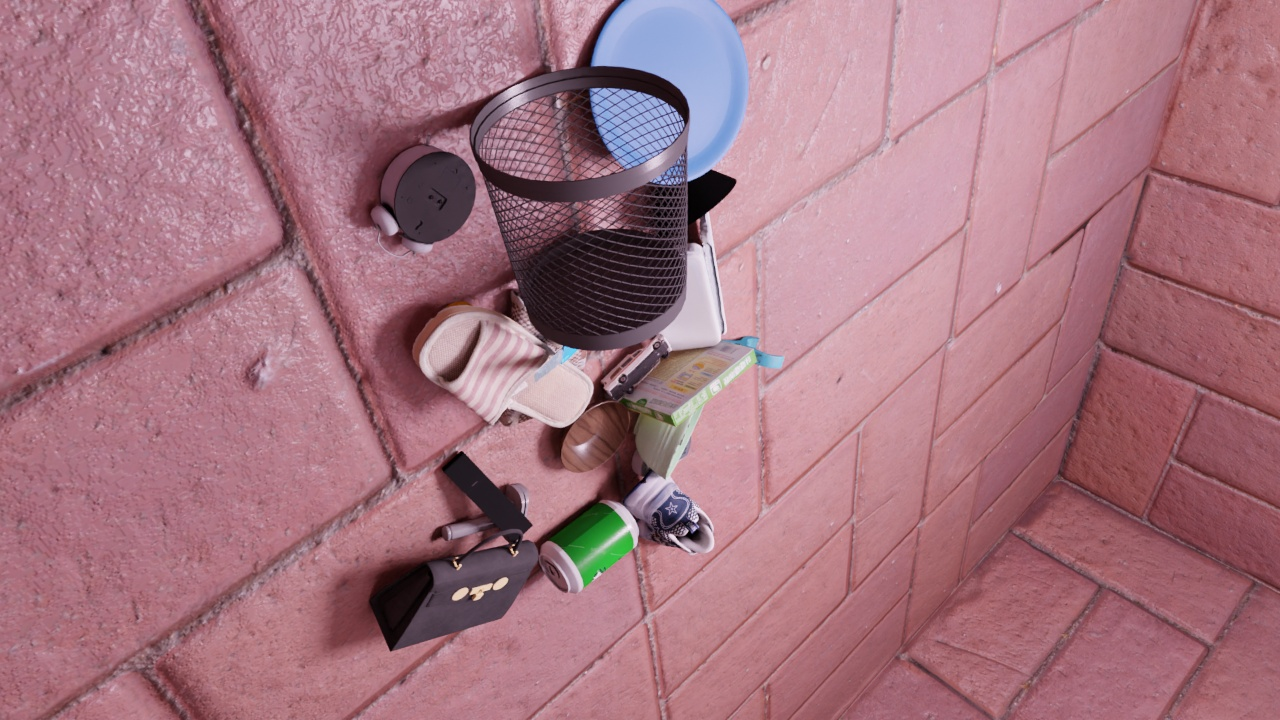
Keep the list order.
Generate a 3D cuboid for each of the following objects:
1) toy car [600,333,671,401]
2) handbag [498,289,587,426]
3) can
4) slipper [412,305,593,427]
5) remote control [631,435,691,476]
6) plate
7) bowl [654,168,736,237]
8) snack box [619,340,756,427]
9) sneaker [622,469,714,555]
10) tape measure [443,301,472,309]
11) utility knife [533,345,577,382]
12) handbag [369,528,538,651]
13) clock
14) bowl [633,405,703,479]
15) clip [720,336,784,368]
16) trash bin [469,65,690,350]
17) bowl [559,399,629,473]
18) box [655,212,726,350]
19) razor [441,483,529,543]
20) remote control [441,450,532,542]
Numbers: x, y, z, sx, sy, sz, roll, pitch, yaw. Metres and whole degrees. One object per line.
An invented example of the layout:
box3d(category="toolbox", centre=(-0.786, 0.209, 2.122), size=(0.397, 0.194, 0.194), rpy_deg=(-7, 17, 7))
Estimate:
box3d(category="toy car", centre=(-0.007, 0.008, 1.290), size=(0.113, 0.039, 0.039), rpy_deg=(-45, 144, -9))
box3d(category="handbag", centre=(-0.116, -0.007, 1.151), size=(0.123, 0.047, 0.186), rpy_deg=(-17, 127, -43))
box3d(category="can", centre=(-0.076, 0.276, 1.366), size=(0.139, 0.088, 0.088), rpy_deg=(-34, 137, -29))
box3d(category="slipper", centre=(-0.147, 0.021, 1.068), size=(0.262, 0.052, 0.115), rpy_deg=(29, 96, -47))
box3d(category="remote control", centre=(0.034, 0.145, 1.448), size=(0.114, 0.028, 0.060), rpy_deg=(-21, 130, -40))
box3d(category="plate", centre=(0.033, -0.322, 1.078), size=(0.223, 0.024, 0.224), rpy_deg=(-10, 109, -31))
box3d(category="bowl", centre=(0.057, -0.216, 1.172), size=(0.123, 0.124, 0.052), rpy_deg=(-44, 108, -19))
box3d(category="snack box", centre=(0.064, 0.024, 1.308), size=(0.167, 0.132, 0.027), rpy_deg=(-36, 122, -26))
box3d(category="sneaker", centre=(0.065, 0.266, 1.463), size=(0.103, 0.132, 0.269), rpy_deg=(-47, 154, -11))
box3d(category="tape measure", centre=(-0.203, -0.036, 1.043), size=(0.068, 0.030, 0.059), rpy_deg=(-25, 134, -37))
box3d(category="utility knife", centre=(-0.080, -0.021, 1.096), size=(0.219, 0.015, 0.031), rpy_deg=(-50, 153, -61))
box3d(category="handbag", centre=(-0.210, 0.266, 1.152), size=(0.175, 0.072, 0.196), rpy_deg=(-2, 142, -48))
box3d(category="clock", centre=(-0.222, -0.160, 0.927), size=(0.122, 0.035, 0.094), rpy_deg=(-56, 144, -1))
box3d(category="bowl", centre=(0.038, 0.094, 1.357), size=(0.151, 0.077, 0.151), rpy_deg=(26, 88, -82))
box3d(category="clip", centre=(0.169, -0.020, 1.472), size=(0.120, 0.122, 0.033), rpy_deg=(-67, 173, -67))
box3d(category="trash bin", centre=(-0.050, -0.156, 0.981), size=(0.217, 0.218, 0.228), rpy_deg=(-37, 141, -26))
box3d(category="bowl", centre=(-0.071, 0.100, 1.286), size=(0.119, 0.032, 0.119), rpy_deg=(-27, 137, -29))
box3d(category="box", centre=(0.058, -0.110, 1.279), size=(0.211, 0.105, 0.128), rpy_deg=(75, 13, -47))
box3d(category="razor", centre=(-0.208, 0.216, 1.215), size=(0.116, 0.047, 0.088), rpy_deg=(-9, 122, -37))
box3d(category="remote control", centre=(-0.194, 0.176, 1.175), size=(0.034, 0.013, 0.150), rpy_deg=(-42, 121, -10))
